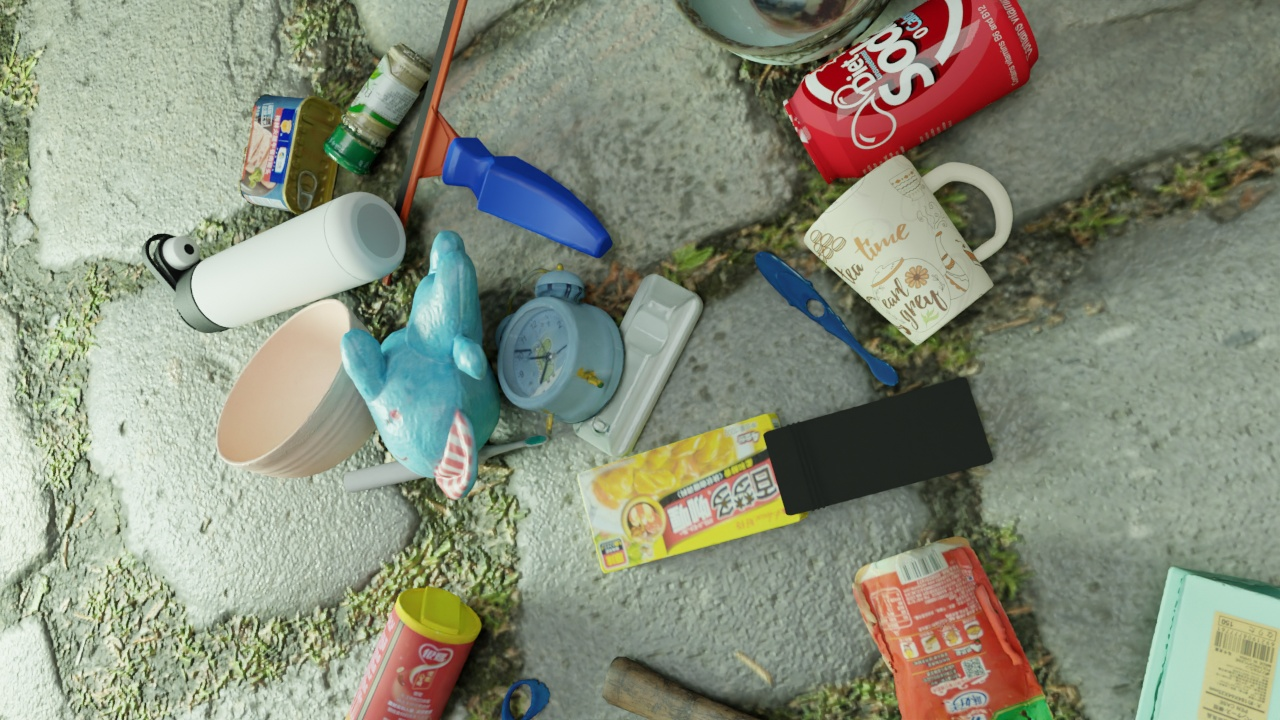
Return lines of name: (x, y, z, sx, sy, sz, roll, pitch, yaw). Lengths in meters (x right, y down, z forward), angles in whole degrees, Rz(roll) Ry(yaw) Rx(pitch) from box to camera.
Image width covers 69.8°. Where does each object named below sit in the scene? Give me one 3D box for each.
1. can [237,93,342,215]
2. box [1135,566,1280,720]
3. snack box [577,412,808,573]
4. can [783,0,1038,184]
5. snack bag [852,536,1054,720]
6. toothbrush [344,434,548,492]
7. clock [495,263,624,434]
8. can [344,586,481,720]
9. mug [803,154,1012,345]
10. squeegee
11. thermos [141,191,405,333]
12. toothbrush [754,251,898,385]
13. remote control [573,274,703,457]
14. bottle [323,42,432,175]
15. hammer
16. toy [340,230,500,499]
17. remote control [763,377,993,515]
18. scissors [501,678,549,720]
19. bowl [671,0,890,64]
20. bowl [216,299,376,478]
can: (-0.298, -0.175, 0.783, 0.059, 0.054, 0.100, 11, 91, 24)
box: (0.309, 0.210, 0.473, 0.077, 0.091, 0.188, 12, 91, -11)
snack box: (0.034, 0.094, 0.643, 0.152, 0.025, 0.075, -20, 80, 21)
can: (0.168, -0.174, 0.577, 0.143, 0.074, 0.074, -28, 77, 19)
snack bag: (0.189, 0.189, 0.550, 0.087, 0.044, 0.155, -26, 68, 22)
toothbrush: (-0.155, 0.080, 0.726, 0.188, 0.019, 0.018, -14, 75, 21)
clock: (-0.065, -0.012, 0.669, 0.089, 0.051, 0.124, -42, 55, 27)
can: (-0.175, 0.242, 0.699, 0.067, 0.066, 0.124, 27, 97, 22)
mug: (0.181, -0.077, 0.578, 0.122, 0.081, 0.097, -36, 80, -11)
squeegee: (-0.097, -0.129, 0.696, 0.185, 0.055, 0.250, 33, 117, 21)
thermos: (-0.305, -0.088, 0.753, 0.230, 0.068, 0.101, -14, 114, 29)
toothbrush: (0.125, -0.029, 0.620, 0.021, 0.016, 0.132, -48, 69, 12)
remote control: (-0.004, 0.004, 0.666, 0.050, 0.022, 0.133, 29, 98, 22)
bottle: (-0.215, -0.207, 0.757, 0.042, 0.042, 0.110, 42, 102, 19)
hammer: (0.122, 0.275, 0.594, 0.331, 0.033, 0.120, 15, 94, 23)
toy: (-0.153, 0.000, 0.653, 0.183, 0.114, 0.181, -124, 35, -50)
remote control: (0.150, 0.056, 0.589, 0.133, 0.013, 0.058, -16, 81, 8)
scissors: (-0.107, 0.291, 0.682, 0.130, 0.014, 0.117, -11, 63, 18)
bowl: (0.103, -0.262, 0.599, 0.160, 0.093, 0.160, -2, 86, 23)
bowl: (-0.255, 0.033, 0.728, 0.153, 0.076, 0.152, -24, 44, 26)
